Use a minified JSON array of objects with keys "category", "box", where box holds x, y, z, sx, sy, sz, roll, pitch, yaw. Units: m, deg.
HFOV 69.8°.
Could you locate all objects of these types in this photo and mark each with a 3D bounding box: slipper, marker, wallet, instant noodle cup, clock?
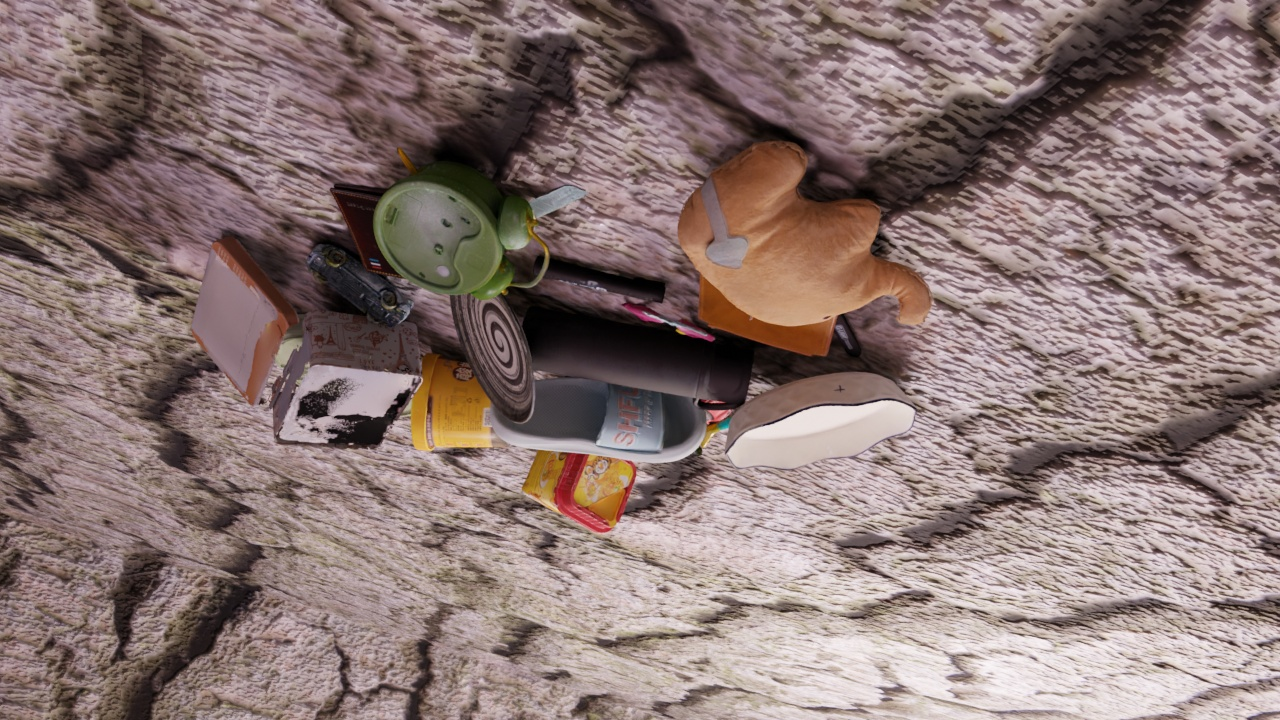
[{"category":"slipper","box":[-0.048,0.052,1.029,0.245,0.103,0.074,2,145,0]},{"category":"marker","box":[0.188,-0.038,0.883,0.018,0.015,0.124,-4,145,32]},{"category":"wallet","box":[-0.246,-0.125,0.915,0.096,0.020,0.122,9,148,8]},{"category":"instant noodle cup","box":[-0.089,0.165,1.258,0.124,0.115,0.116,-2,149,47]},{"category":"marker","box":[-0.040,-0.080,0.901,0.132,0.022,0.020,13,157,3]},{"category":"clock","box":[-0.159,-0.114,0.826,0.161,0.056,0.116,27,131,-7]},{"category":"wallet","box":[0.119,-0.046,0.867,0.131,0.035,0.119,19,155,13]},{"category":"instant noodle cup","box":[-0.208,0.055,1.112,0.114,0.118,0.119,6,150,0]}]

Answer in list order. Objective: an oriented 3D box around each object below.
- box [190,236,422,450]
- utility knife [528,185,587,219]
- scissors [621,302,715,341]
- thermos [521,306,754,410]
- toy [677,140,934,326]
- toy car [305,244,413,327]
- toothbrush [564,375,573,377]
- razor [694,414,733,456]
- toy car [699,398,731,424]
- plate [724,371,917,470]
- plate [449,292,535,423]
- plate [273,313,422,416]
[{"category":"box","box":[-0.390,-0.003,1.046,0.271,0.132,0.180,30,133,-13]},{"category":"utility knife","box":[-0.136,-0.123,0.859,0.209,0.021,0.031,-14,139,35]},{"category":"scissors","box":[0.025,-0.040,0.903,0.131,0.017,0.133,22,-176,26]},{"category":"thermos","box":[-0.006,0.006,0.977,0.242,0.068,0.090,12,131,4]},{"category":"toy","box":[0.135,-0.083,0.758,0.226,0.082,0.144,29,133,-25]},{"category":"toy car","box":[-0.303,-0.083,0.993,0.120,0.036,0.054,37,144,-18]},{"category":"toothbrush","box":[-0.084,0.029,1.099,0.027,0.026,0.213,18,147,-5]},{"category":"razor","box":[0.101,0.082,1.109,0.043,0.028,0.133,55,142,-6]},{"category":"toy car","box":[0.060,0.060,1.089,0.107,0.031,0.049,-17,140,38]},{"category":"plate","box":[0.186,0.066,0.972,0.205,0.045,0.205,-9,157,-4]},{"category":"plate","box":[-0.148,-0.020,0.952,0.179,0.024,0.180,40,142,40]},{"category":"plate","box":[-0.373,0.014,1.193,0.230,0.027,0.231,10,151,6]}]
